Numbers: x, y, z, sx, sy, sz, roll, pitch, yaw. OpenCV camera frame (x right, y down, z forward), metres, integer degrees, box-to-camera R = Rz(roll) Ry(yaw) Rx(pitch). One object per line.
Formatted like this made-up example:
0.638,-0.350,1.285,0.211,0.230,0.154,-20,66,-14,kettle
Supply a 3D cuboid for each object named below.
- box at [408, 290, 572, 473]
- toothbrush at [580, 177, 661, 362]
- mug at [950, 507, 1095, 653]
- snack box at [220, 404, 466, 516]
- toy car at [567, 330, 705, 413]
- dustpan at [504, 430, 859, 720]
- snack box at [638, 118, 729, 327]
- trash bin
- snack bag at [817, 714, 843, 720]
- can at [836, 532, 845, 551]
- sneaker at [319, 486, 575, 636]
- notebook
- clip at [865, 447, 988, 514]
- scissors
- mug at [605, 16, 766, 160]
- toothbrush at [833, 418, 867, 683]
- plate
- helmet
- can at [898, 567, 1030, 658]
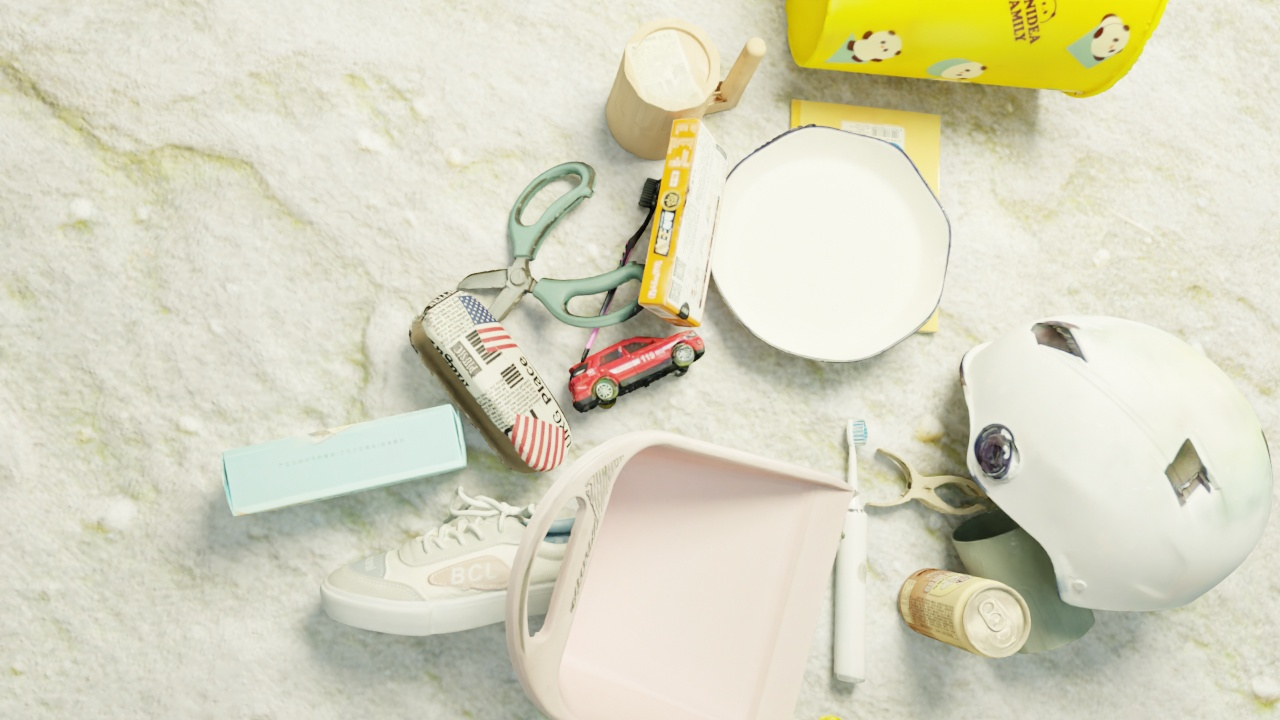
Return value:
-0.115,0.019,0.720,0.076,0.087,0.163,-35,97,-4,box
-0.018,-0.080,0.774,0.018,0.014,0.188,20,68,5,toothbrush
0.338,0.176,0.787,0.123,0.084,0.103,-22,87,-35,mug
-0.223,0.077,0.710,0.174,0.074,0.051,-11,85,-10,snack box
-0.004,0.004,0.763,0.120,0.053,0.045,-21,82,-9,toy car
0.038,0.167,0.639,0.273,0.139,0.222,15,84,-11,dustpan
0.038,-0.109,0.740,0.026,0.075,0.153,7,81,26,snack box
0.265,-0.339,0.767,0.255,0.230,0.229,-1,83,-3,trash bin
0.120,0.403,0.701,0.246,0.068,0.158,-40,113,-11,snack bag
0.102,0.184,0.754,0.058,0.058,0.146,41,79,-2,can
-0.122,0.148,0.706,0.242,0.089,0.091,-3,99,-13,sneaker
0.203,-0.131,0.832,0.146,0.010,0.206,4,83,-8,notebook
0.248,0.117,0.798,0.099,0.034,0.066,11,82,-2,clip
-0.058,-0.079,0.759,0.181,0.019,0.170,30,79,18,scissors
0.037,-0.230,0.772,0.124,0.104,0.084,-14,85,-10,mug
0.181,0.160,0.785,0.026,0.026,0.221,-2,81,33,toothbrush
0.160,-0.097,0.791,0.205,0.045,0.204,0,81,1,plate
0.387,0.058,0.725,0.228,0.146,0.258,-2,59,-31,helmet
0.260,0.203,0.746,0.058,0.116,0.058,1,83,-8,can
